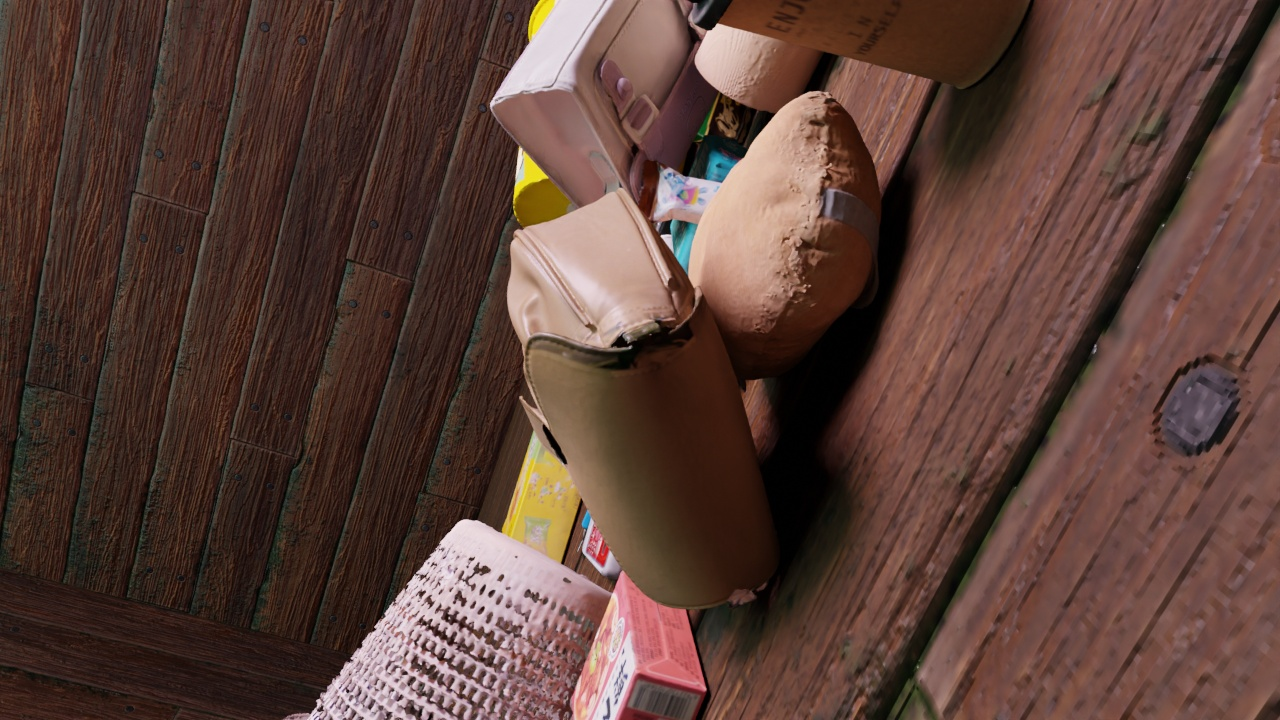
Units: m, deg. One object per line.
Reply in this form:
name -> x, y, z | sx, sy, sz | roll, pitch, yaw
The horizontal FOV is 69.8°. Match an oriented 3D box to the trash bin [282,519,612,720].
trash bin -> -0.114, 0.234, 0.676 | 0.192, 0.227, 0.228 | -62, 7, -15

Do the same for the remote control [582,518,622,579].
remote control -> -0.030, 0.159, 0.827 | 0.136, 0.020, 0.056 | 168, 118, -78

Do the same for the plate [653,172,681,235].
plate -> 0.012, -0.098, 0.898 | 0.179, 0.024, 0.179 | -162, 93, -86

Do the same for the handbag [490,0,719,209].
handbag -> -0.006, -0.217, 0.705 | 0.099, 0.145, 0.196 | 4, 56, 38

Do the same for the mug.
mug -> 0.106, -0.250, 0.661 | 0.124, 0.084, 0.104 | -43, -14, -49

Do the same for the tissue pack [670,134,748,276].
tissue pack -> 0.061, -0.120, 0.725 | 0.133, 0.050, 0.093 | -92, 21, -64

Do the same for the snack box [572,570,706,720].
snack box -> -0.009, 0.211, 0.549 | 0.113, 0.044, 0.127 | -110, 39, -74

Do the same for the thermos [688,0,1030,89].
thermos -> 0.088, -0.170, 0.392 | 0.093, 0.143, 0.093 | -163, 91, -80

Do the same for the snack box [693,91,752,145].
snack box -> 0.052, -0.262, 0.859 | 0.117, 0.105, 0.118 | -110, 40, -75

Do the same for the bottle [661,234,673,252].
bottle -> 0.006, -0.015, 0.767 | 0.044, 0.080, 0.194 | -6, 59, 42

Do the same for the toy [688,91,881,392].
toy -> 0.067, -0.055, 0.520 | 0.226, 0.082, 0.143 | 147, 140, -81

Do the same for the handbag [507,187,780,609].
handbag -> -0.003, 0.026, 0.461 | 0.205, 0.099, 0.147 | 69, 172, -30

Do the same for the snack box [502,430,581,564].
snack box -> -0.109, 0.138, 1.143 | 0.158, 0.070, 0.210 | -177, 104, -80

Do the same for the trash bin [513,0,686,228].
trash bin -> -0.041, -0.276, 1.095 | 0.230, 0.229, 0.254 | 130, 151, -65

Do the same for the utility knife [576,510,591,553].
utility knife -> -0.037, 0.131, 0.913 | 0.034, 0.018, 0.188 | -66, 0, -56

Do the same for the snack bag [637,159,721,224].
snack bag -> 0.049, -0.110, 0.645 | 0.026, 0.105, 0.045 | -50, -29, -67
